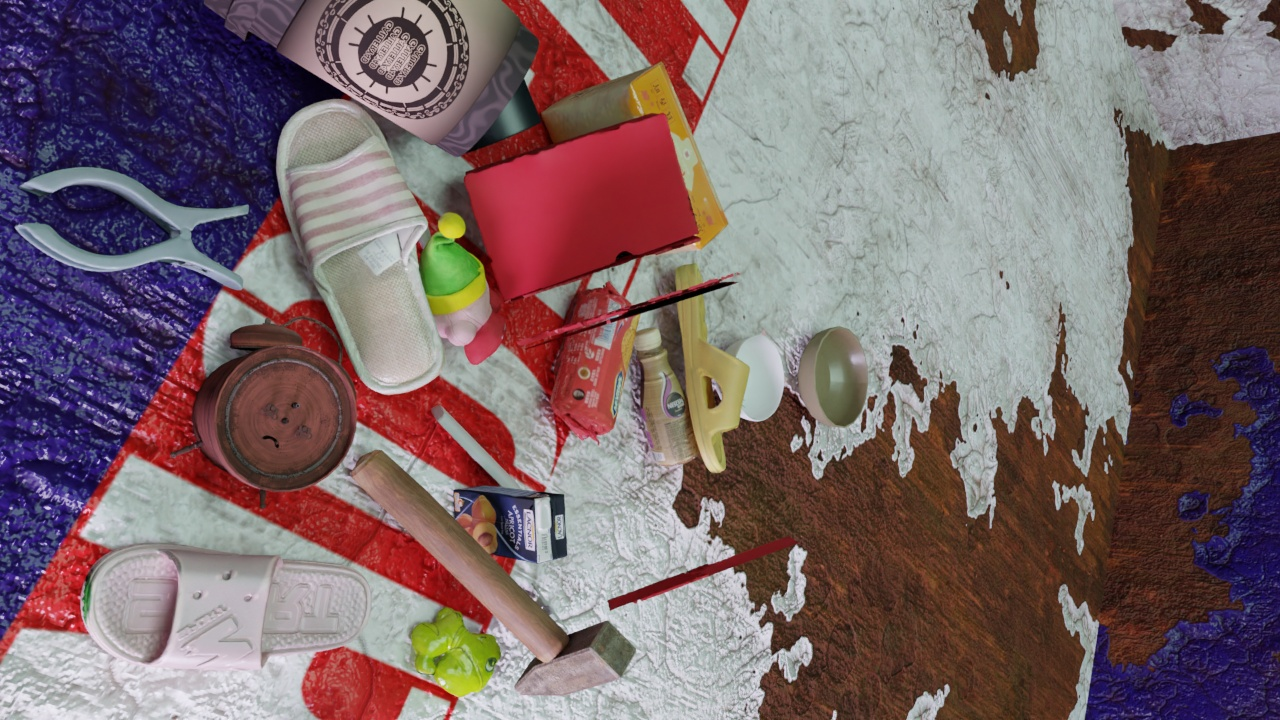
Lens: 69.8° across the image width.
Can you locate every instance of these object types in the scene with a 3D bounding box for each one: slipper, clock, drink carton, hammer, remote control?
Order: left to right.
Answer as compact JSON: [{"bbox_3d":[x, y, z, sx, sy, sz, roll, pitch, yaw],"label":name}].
[{"bbox_3d":[-0.317,0.203,0.743,0.239,0.065,0.094,18,76,-46],"label":"slipper"},{"bbox_3d":[-0.299,0.035,0.762,0.120,0.072,0.157,44,59,-36],"label":"clock"},{"bbox_3d":[-0.238,-0.098,0.798,0.115,0.052,0.263,-17,96,-8],"label":"slipper"},{"bbox_3d":[-0.156,0.199,0.859,0.301,0.158,0.037,47,44,-9],"label":"hammer"},{"bbox_3d":[-0.164,0.094,0.928,0.012,0.033,0.131,-41,121,-6],"label":"remote control"},{"bbox_3d":[-0.128,0.158,0.893,0.040,0.130,0.064,-4,92,-47],"label":"drink carton"},{"bbox_3d":[0.095,0.006,1.135,0.099,0.078,0.263,38,43,-79],"label":"slipper"}]

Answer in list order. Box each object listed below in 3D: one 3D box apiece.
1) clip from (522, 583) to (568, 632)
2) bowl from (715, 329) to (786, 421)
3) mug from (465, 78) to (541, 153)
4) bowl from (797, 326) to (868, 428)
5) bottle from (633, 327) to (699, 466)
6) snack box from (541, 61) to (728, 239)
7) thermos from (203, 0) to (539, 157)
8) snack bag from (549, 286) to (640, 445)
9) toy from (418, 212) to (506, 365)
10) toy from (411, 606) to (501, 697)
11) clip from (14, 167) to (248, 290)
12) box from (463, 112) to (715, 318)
[{"bbox_3d":[-0.100,0.264,0.967,0.102,0.056,0.056,78,18,-60],"label":"clip"},{"bbox_3d":[0.140,0.024,1.234,0.114,0.051,0.114,3,86,-46],"label":"bowl"},{"bbox_3d":[-0.172,-0.259,0.910,0.121,0.085,0.094,-26,109,-13],"label":"mug"},{"bbox_3d":[0.282,0.026,1.382,0.152,0.051,0.152,3,86,-46],"label":"bowl"},{"bbox_3d":[0.026,0.043,1.109,0.059,0.060,0.166,-27,107,-44],"label":"bottle"},{"bbox_3d":[-0.010,-0.210,1.020,0.080,0.145,0.195,-45,119,-38],"label":"snack box"},{"bbox_3d":[-0.213,-0.290,0.767,0.226,0.173,0.172,34,64,-26],"label":"thermos"},{"bbox_3d":[-0.053,0.000,1.021,0.082,0.082,0.176,29,67,-42],"label":"snack bag"},{"bbox_3d":[-0.174,-0.080,0.871,0.131,0.097,0.124,49,20,-40],"label":"toy"},{"bbox_3d":[-0.180,0.289,0.903,0.094,0.036,0.093,-22,96,-46],"label":"toy"},{"bbox_3d":[-0.387,-0.085,0.709,0.162,0.028,0.112,5,86,-45],"label":"clip"},{"bbox_3d":[-0.066,-0.156,1.028,0.217,0.351,0.198,-19,105,-4],"label":"box"}]
